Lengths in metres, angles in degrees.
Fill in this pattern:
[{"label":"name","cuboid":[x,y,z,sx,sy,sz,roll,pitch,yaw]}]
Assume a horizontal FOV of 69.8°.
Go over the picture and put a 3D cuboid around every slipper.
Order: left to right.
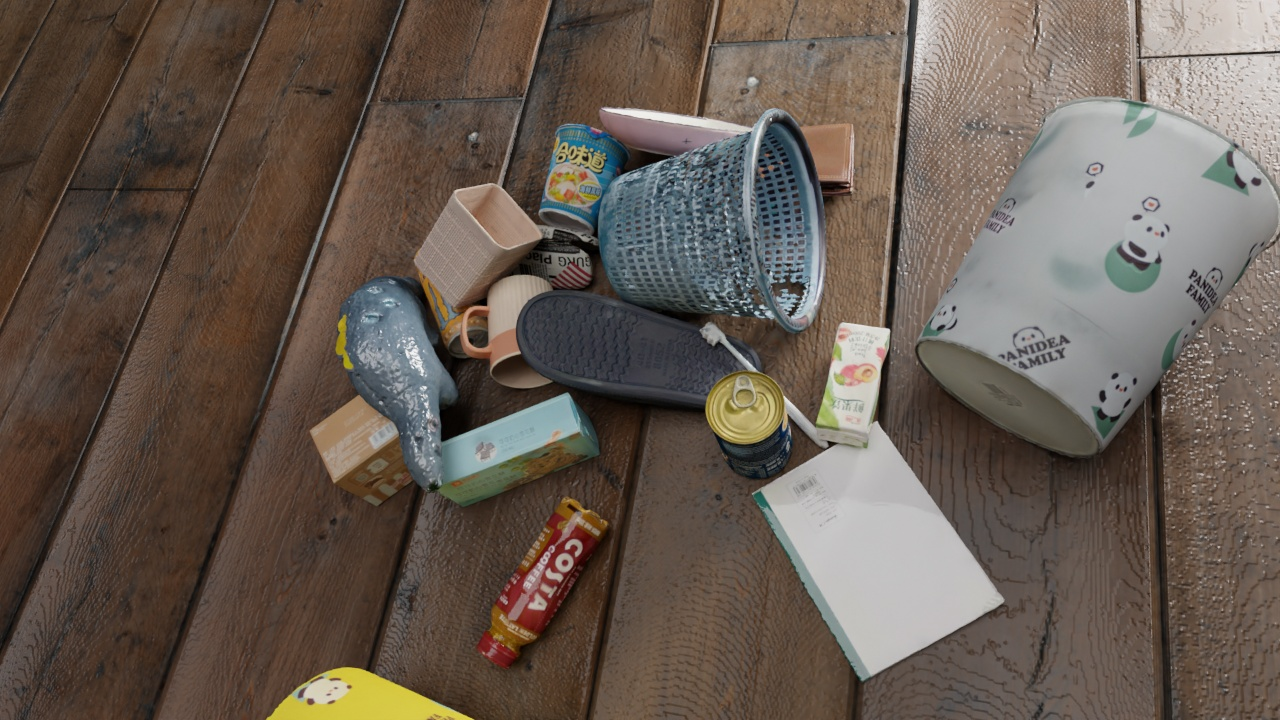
[{"label":"slipper","cuboid":[-0.006,0.006,0.994,0.268,0.083,0.110,13,63,-1]}]

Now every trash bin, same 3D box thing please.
[{"label":"trash bin","cuboid":[-0.200,0.404,0.791,0.256,0.229,0.229,16,71,28]},{"label":"trash bin","cuboid":[0.072,-0.135,0.977,0.195,0.226,0.226,-4,64,29]},{"label":"trash bin","cuboid":[0.398,-0.064,0.833,0.230,0.229,0.251,33,84,27]}]

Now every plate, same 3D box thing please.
[{"label":"plate","cuboid":[0.046,-0.262,1.068,0.192,0.192,0.039,16,110,22]}]

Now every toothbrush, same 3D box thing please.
[{"label":"toothbrush","cuboid":[0.128,0.027,0.953,0.016,0.016,0.180,-39,77,-23]}]

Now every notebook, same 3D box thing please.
[{"label":"notebook","cuboid":[0.221,0.178,0.882,0.150,0.012,0.209,-31,60,3]}]

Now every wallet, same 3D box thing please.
[{"label":"wallet","cuboid":[0.187,-0.234,1.072,0.125,0.032,0.101,1,54,15]}]

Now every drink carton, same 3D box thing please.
[{"label":"drink carton","cuboid":[0.216,0.026,0.931,0.053,0.045,0.122,9,63,19]}]

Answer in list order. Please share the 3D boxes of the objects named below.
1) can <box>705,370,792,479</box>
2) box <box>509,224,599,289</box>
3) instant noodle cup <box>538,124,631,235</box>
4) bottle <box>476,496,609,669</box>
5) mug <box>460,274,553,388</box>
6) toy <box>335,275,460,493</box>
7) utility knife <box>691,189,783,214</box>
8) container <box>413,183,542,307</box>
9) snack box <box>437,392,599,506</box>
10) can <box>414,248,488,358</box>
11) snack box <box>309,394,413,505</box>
[{"label":"can","cuboid":[0.111,0.067,0.912,0.075,0.111,0.075,-6,63,12]},{"label":"box","cuboid":[-0.131,-0.122,1.104,0.163,0.076,0.086,10,86,17]},{"label":"instant noodle cup","cuboid":[-0.075,-0.214,1.113,0.099,0.099,0.109,14,78,22]},{"label":"bottle","cuboid":[-0.101,0.226,0.930,0.057,0.057,0.174,27,75,25]},{"label":"mug","cuboid":[-0.147,-0.034,1.042,0.114,0.082,0.105,2,59,-20]},{"label":"toy","cuboid":[-0.268,-0.010,1.004,0.091,0.138,0.355,-32,45,10]},{"label":"utility knife","cuboid":[0.095,-0.193,1.093,0.174,0.013,0.029,12,68,19]},{"label":"container","cuboid":[-0.189,-0.128,1.048,0.090,0.090,0.111,48,122,6]},{"label":"snack box","cuboid":[-0.137,0.098,0.991,0.175,0.074,0.051,-22,62,6]},{"label":"can","cuboid":[-0.227,-0.076,1.109,0.058,0.058,0.146,-28,61,2]},{"label":"snack box","cuboid":[-0.296,0.095,1.028,0.093,0.094,0.077,-36,61,-2]}]
